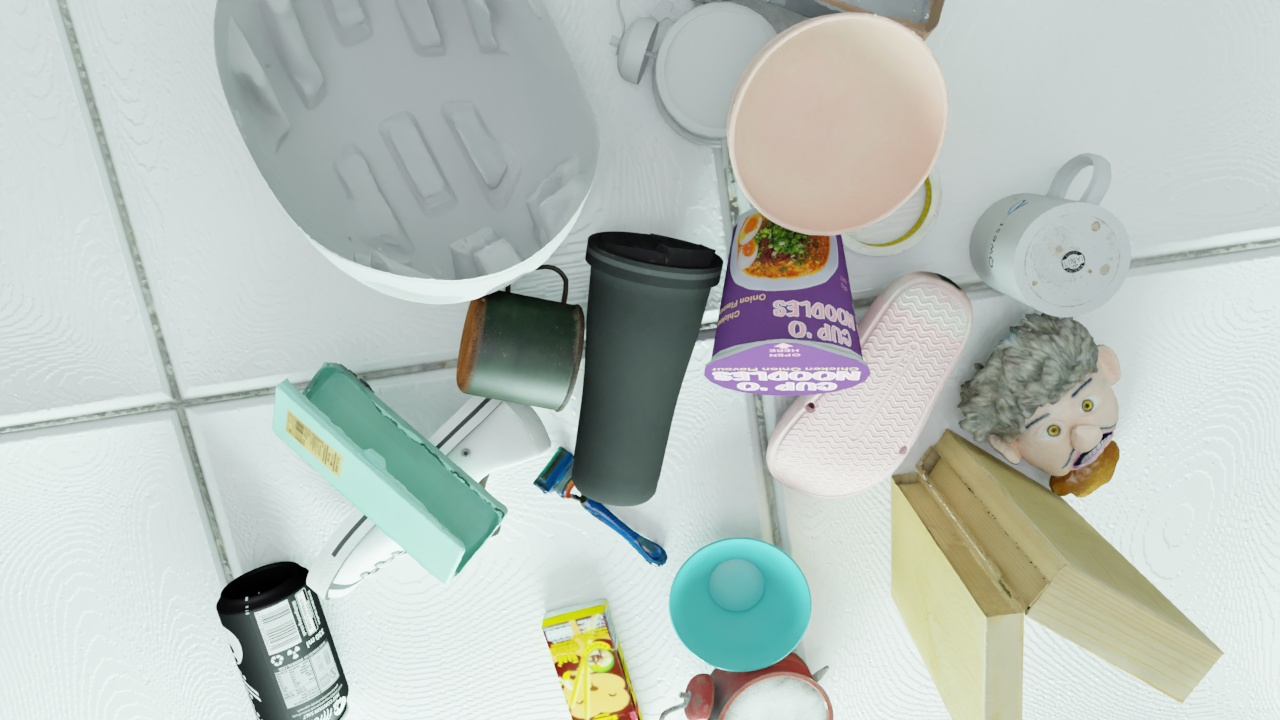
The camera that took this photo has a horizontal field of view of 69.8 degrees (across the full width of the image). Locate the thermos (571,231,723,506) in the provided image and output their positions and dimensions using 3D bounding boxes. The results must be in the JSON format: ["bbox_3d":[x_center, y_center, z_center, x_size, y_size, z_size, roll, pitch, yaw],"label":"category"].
[{"bbox_3d":[-0.004,0.004,0.736,0.106,0.105,0.219,10,109,-1],"label":"thermos"}]

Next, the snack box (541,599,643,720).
[{"bbox_3d":[-0.041,0.296,0.846,0.061,0.025,0.149,-14,104,6],"label":"snack box"}]

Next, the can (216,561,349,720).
[{"bbox_3d":[-0.315,0.259,0.815,0.080,0.080,0.146,-12,104,4],"label":"can"}]

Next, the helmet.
[{"bbox_3d":[-0.163,-0.177,0.640,0.223,0.184,0.282,-35,105,-20],"label":"helmet"}]

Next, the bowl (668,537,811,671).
[{"bbox_3d":[0.086,0.206,0.806,0.121,0.046,0.121,0,99,3],"label":"bowl"}]

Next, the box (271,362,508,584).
[{"bbox_3d":[-0.198,0.087,0.681,0.189,0.080,0.077,41,97,6],"label":"box"}]

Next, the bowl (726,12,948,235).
[{"bbox_3d":[0.127,-0.169,0.640,0.153,0.076,0.153,-4,119,-8],"label":"bowl"}]

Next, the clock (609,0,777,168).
[{"bbox_3d":[0.048,-0.233,0.694,0.120,0.061,0.159,-37,96,9],"label":"clock"}]

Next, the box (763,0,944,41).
[{"bbox_3d":[0.123,-0.321,0.654,0.216,0.043,0.150,19,81,-3],"label":"box"}]

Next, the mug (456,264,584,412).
[{"bbox_3d":[-0.091,-0.022,0.702,0.081,0.085,0.111,11,83,-17],"label":"mug"}]

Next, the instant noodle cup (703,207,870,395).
[{"bbox_3d":[0.109,-0.050,0.692,0.122,0.137,0.121,-1,73,11],"label":"instant noodle cup"}]

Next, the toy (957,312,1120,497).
[{"bbox_3d":[0.340,0.046,0.750,0.133,0.076,0.176,-38,108,10],"label":"toy"}]

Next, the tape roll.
[{"bbox_3d":[0.192,-0.130,0.734,0.094,0.019,0.094,0,104,1],"label":"tape roll"}]

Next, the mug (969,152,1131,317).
[{"bbox_3d":[0.316,-0.100,0.699,0.083,0.096,0.120,21,104,-4],"label":"mug"}]

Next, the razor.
[{"bbox_3d":[-0.032,0.137,0.808,0.141,0.018,0.043,42,65,-11],"label":"razor"}]

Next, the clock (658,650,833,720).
[{"bbox_3d":[0.092,0.318,0.827,0.156,0.062,0.110,-9,104,-10],"label":"clock"}]

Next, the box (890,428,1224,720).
[{"bbox_3d":[0.269,0.161,0.690,0.185,0.248,0.142,-37,100,9],"label":"box"}]

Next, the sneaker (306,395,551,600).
[{"bbox_3d":[-0.169,0.125,0.771,0.245,0.091,0.097,-43,93,6],"label":"sneaker"}]

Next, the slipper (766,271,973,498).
[{"bbox_3d":[0.189,0.025,0.756,0.107,0.055,0.222,28,113,-7],"label":"slipper"}]
